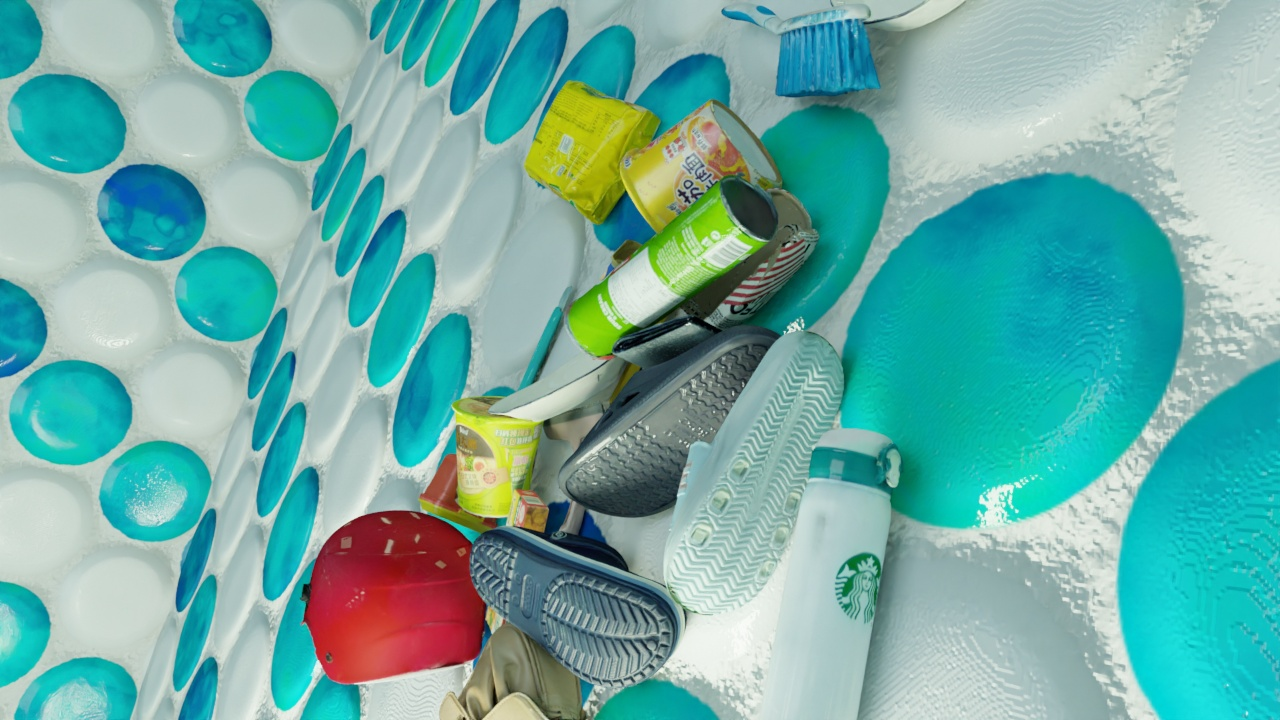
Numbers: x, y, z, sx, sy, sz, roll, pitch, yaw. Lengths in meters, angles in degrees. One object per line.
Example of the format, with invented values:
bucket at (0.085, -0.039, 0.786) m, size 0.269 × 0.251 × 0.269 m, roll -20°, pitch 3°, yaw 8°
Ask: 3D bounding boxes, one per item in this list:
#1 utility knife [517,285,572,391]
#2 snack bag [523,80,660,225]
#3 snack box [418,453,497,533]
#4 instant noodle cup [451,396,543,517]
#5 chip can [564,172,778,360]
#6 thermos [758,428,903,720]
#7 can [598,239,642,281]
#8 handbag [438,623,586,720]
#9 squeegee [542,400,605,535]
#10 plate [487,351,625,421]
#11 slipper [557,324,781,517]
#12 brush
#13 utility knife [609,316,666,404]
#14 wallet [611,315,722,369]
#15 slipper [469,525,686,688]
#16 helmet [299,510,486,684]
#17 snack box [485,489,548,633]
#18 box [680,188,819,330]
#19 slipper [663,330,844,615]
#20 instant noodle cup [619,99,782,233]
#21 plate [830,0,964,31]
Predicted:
utility knife at (-0.126, -0.014, 1.188) m, size 0.029 × 0.013 × 0.183 m, roll 31°, pitch 99°, yaw 54°
snack bag at (-0.075, -0.285, 1.227) m, size 0.158 × 0.068 × 0.246 m, roll -62°, pitch 34°, yaw 10°
snack box at (-0.216, 0.165, 1.145) m, size 0.082 × 0.091 × 0.080 m, roll 3°, pitch 67°, yaw 57°
instant noodle cup at (-0.167, 0.114, 1.070) m, size 0.112 × 0.111 × 0.123 m, roll 23°, pitch 110°, yaw 58°
chip can at (0.023, -0.080, 0.850) m, size 0.237 × 0.072 × 0.072 m, roll -35°, pitch 44°, yaw 42°
thermos at (0.137, 0.159, 0.649) m, size 0.073 × 0.073 × 0.224 m, roll -6°, pitch 66°, yaw 54°
can at (-0.021, -0.076, 1.004) m, size 0.083 × 0.057 × 0.101 m, roll -55°, pitch 2°, yaw 24°
handbag at (-0.136, 0.364, 0.894) m, size 0.148 × 0.099 × 0.205 m, roll 43°, pitch 111°, yaw 53°
squeegee at (-0.083, 0.178, 0.987) m, size 0.248 × 0.040 × 0.249 m, roll 161°, pitch 120°, yaw -69°
plate at (-0.078, 0.026, 1.006) m, size 0.164 × 0.034 × 0.164 m, roll -32°, pitch 9°, yaw -25°
slipper at (0.035, 0.051, 0.846) m, size 0.269 × 0.110 × 0.083 m, roll -41°, pitch 24°, yaw 28°
brush at (0.145, -0.316, 0.913) m, size 0.314 × 0.060 × 0.109 m, roll -141°, pitch 45°, yaw -69°
utility knife at (-0.006, 0.006, 0.998) m, size 0.202 × 0.015 × 0.033 m, roll -62°, pitch 11°, yaw 9°
wallet at (0.045, -0.007, 0.854) m, size 0.121 × 0.097 × 0.019 m, roll -19°, pitch 54°, yaw 51°
slipper at (-0.057, 0.223, 0.871) m, size 0.253 × 0.095 × 0.105 m, roll 13°, pitch 107°, yaw 37°
helmet at (-0.277, 0.243, 1.054) m, size 0.240 × 0.206 × 0.144 m, roll 40°, pitch 121°, yaw 50°
snack box at (-0.137, 0.226, 1.011) m, size 0.077 × 0.027 × 0.156 m, roll -161°, pitch 84°, yaw -71°
box at (0.090, -0.085, 0.855) m, size 0.086 × 0.075 × 0.163 m, roll 54°, pitch 126°, yaw 19°
slipper at (0.083, 0.087, 0.744) m, size 0.074 × 0.104 × 0.245 m, roll 22°, pitch 85°, yaw 55°
instant noodle cup at (0.064, -0.181, 0.907) m, size 0.110 × 0.138 × 0.137 m, roll -39°, pitch 42°, yaw 26°
plate at (0.260, -0.385, 0.818) m, size 0.205 × 0.045 × 0.204 m, roll -34°, pitch 44°, yaw 41°
